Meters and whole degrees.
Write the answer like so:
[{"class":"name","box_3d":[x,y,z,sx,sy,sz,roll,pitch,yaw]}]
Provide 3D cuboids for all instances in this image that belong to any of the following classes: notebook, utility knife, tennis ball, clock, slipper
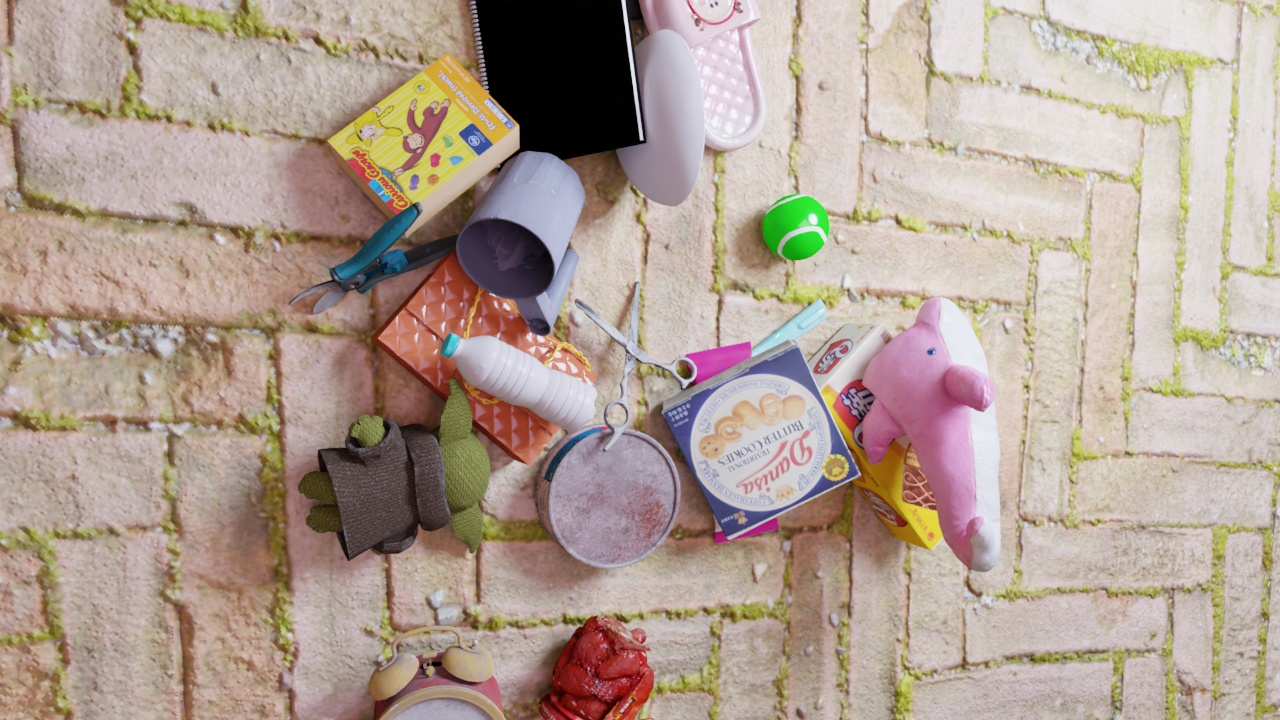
[{"class":"notebook","box_3d":[-0.076,-0.275,0.774,0.016,0.149,0.207,-20,104,-60]},{"class":"utility knife","box_3d":[0.126,-0.010,0.931,0.165,0.015,0.022,-35,100,-14]},{"class":"tennis ball","box_3d":[0.154,-0.132,0.907,0.065,0.065,0.065,-1,94,-22]},{"class":"clock","box_3d":[-0.176,0.297,0.790,0.117,0.081,0.159,-7,106,-11]},{"class":"slipper","box_3d":[0.064,-0.304,0.854,0.106,0.056,0.222,-25,114,-15]}]

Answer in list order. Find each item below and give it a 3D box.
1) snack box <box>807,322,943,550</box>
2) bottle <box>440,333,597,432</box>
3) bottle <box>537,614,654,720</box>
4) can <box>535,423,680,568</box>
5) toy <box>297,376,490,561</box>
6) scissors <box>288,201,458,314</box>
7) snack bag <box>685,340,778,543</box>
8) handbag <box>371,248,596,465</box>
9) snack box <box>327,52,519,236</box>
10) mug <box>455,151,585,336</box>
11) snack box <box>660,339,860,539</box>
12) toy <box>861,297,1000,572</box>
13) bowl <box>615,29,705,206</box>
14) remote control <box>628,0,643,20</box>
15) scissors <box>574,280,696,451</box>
[{"class":"snack box","box_3d":[0.261,0.080,0.967,0.110,0.062,0.230,-43,108,-14]},{"class":"bottle","box_3d":[-0.101,0.015,0.760,0.136,0.044,0.044,28,83,-24]},{"class":"bottle","box_3d":[-0.031,0.297,0.844,0.099,0.099,0.111,37,84,-20]},{"class":"can","box_3d":[-0.030,0.126,0.859,0.129,0.044,0.130,-1,94,-22]},{"class":"toy","box_3d":[-0.202,0.102,0.769,0.152,0.078,0.180,-15,123,-25]},{"class":"scissors","box_3d":[-0.211,-0.084,0.743,0.154,0.125,0.019,-21,72,-26]},{"class":"snack bag","box_3d":[0.093,0.083,0.917,0.070,0.016,0.196,-11,98,-11]},{"class":"handbag","box_3d":[-0.130,-0.004,0.805,0.172,0.060,0.108,43,74,-19]},{"class":"snack box","box_3d":[-0.178,-0.180,0.765,0.125,0.040,0.088,-42,84,-15]},{"class":"mug","box_3d":[-0.091,-0.100,0.783,0.103,0.084,0.124,-73,148,-44]},{"class":"snack box","box_3d":[0.115,0.075,0.880,0.144,0.042,0.145,-27,96,5]},{"class":"toy","box_3d":[0.277,0.070,0.877,0.128,0.186,0.265,-11,73,15]},{"class":"bowl","box_3d":[0.005,-0.208,0.796,0.043,0.150,0.149,-9,96,-21]},{"class":"remote control","box_3d":[-0.012,-0.335,0.853,0.146,0.015,0.033,-14,99,-21]},{"class":"scissors","box_3d":[-0.008,0.005,0.852,0.141,0.014,0.174,22,65,-26]}]
